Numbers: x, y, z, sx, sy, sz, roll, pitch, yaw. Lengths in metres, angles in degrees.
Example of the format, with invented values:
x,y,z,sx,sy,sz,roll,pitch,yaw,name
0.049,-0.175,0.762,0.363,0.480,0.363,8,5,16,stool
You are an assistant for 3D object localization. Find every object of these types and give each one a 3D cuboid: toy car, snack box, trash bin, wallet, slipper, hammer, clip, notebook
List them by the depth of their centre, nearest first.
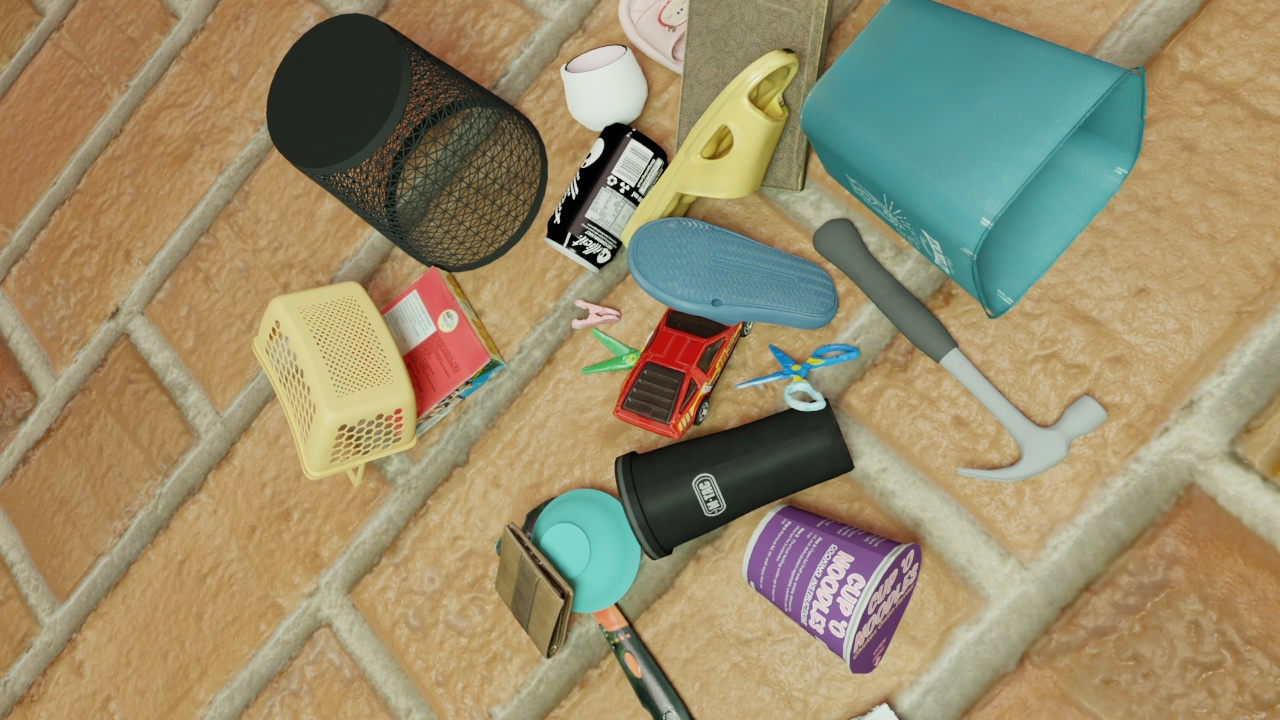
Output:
x,y,z,sx,sy,sz,roll,pitch,yaw,name
0.280,-0.190,0.808,0.199,0.196,0.218,-49,59,5,trash bin
0.268,-0.019,0.854,0.125,0.029,0.311,-42,66,8,hammer
0.088,-0.072,0.882,0.213,0.059,0.103,13,56,-11,slipper
-0.106,0.225,0.893,0.026,0.121,0.098,-26,57,-32,wallet
0.079,-0.186,0.899,0.078,0.099,0.264,46,126,4,slipper
-0.014,0.279,0.902,0.133,0.033,0.333,-38,69,9,hammer
0.047,-0.009,0.904,0.082,0.056,0.189,19,61,23,toy car
0.129,-0.282,0.920,0.190,0.034,0.216,13,109,25,notebook
-0.252,-0.235,0.992,0.217,0.243,0.216,-5,76,21,trash bin
-0.052,-0.046,0.992,0.058,0.023,0.050,35,97,26,clip
0.068,-0.358,0.995,0.221,0.055,0.107,42,94,22,slipper
-0.248,-0.009,1.052,0.145,0.040,0.142,-38,67,10,snack box

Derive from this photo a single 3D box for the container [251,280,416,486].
x,y,z,sx,sy,sz,roll,pitch,yaw,name
-0.327,0.028,0.994,0.183,0.129,0.167,59,145,21,container

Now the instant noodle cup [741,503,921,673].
x,y,z,sx,sy,sz,roll,pitch,yaw,name
0.163,0.196,0.815,0.122,0.121,0.137,25,132,34,instant noodle cup

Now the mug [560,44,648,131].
x,y,z,sx,sy,sz,roll,pitch,yaw,name
-0.048,-0.300,1.016,0.090,0.076,0.124,-37,39,-23,mug

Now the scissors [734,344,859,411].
x,y,z,sx,sy,sz,roll,pitch,yaw,name
0.151,0.013,0.869,0.125,0.129,0.013,-14,117,-2,scissors

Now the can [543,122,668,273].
x,y,z,sx,sy,sz,roll,pitch,yaw,name
-0.037,-0.173,0.982,0.080,0.080,0.146,31,91,25,can

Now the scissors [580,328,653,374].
x,y,z,sx,sy,sz,roll,pitch,yaw,name
-0.003,-0.008,0.969,0.130,0.012,0.117,38,93,23,scissors

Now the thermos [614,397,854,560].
x,y,z,sx,sy,sz,roll,pitch,yaw,name
0.085,0.106,0.865,0.219,0.106,0.105,-22,71,11,thermos

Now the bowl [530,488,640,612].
x,y,z,sx,sy,sz,roll,pitch,yaw,name
-0.065,0.186,0.898,0.121,0.046,0.121,-4,79,21,bowl

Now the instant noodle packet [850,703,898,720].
x,y,z,sx,sy,sz,roll,pitch,yaw,name
0.230,0.436,0.758,0.147,0.057,0.269,-39,72,11,instant noodle packet
